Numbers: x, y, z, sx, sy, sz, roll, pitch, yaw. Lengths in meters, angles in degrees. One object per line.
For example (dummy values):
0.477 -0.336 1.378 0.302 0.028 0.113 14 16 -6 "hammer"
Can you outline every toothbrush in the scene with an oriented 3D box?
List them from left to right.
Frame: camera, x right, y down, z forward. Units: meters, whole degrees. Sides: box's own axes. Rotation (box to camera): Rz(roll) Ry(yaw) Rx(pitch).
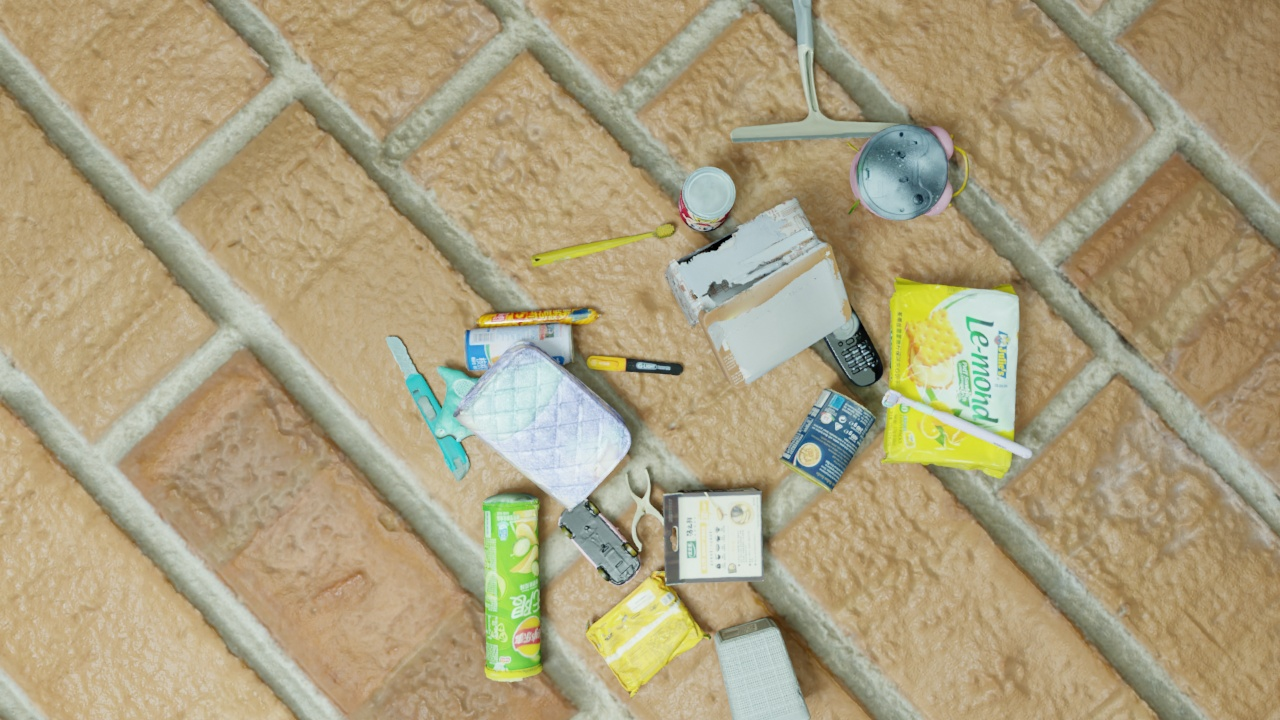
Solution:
-0.048 -0.149 1.184 0.190 0.016 0.015 -13 86 -1 "toothbrush"
0.384 0.078 1.107 0.189 0.029 0.021 22 50 1 "toothbrush"

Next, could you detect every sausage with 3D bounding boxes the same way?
-0.131 -0.053 1.176 0.165 0.021 0.021 -4 87 -1 "sausage"

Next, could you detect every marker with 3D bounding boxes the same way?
-0.007 0.007 1.177 0.124 0.015 0.018 5 91 -2 "marker"

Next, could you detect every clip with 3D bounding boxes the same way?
0.019 0.189 1.161 0.083 0.035 0.104 3 79 3 "clip"

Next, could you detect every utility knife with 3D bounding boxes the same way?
-0.273 0.059 1.173 0.029 0.013 0.207 -29 88 -7 "utility knife"

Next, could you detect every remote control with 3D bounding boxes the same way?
0.263 -0.029 1.176 0.053 0.024 0.136 -28 86 0 "remote control"

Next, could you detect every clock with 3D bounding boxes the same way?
0.341 -0.238 1.162 0.158 0.060 0.117 -4 100 -3 "clock"

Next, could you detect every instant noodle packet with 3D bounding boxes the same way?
0.008 0.338 1.146 0.128 0.044 0.111 -36 86 -4 "instant noodle packet"

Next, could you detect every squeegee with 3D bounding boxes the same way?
0.216 -0.401 1.187 0.246 0.039 0.246 -6 88 -13 "squeegee"

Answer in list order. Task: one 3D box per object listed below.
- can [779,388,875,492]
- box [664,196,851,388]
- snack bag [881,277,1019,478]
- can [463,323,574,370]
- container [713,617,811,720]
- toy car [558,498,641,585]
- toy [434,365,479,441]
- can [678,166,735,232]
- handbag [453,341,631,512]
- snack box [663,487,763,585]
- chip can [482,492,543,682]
0.234 0.098 1.144 0.075 0.075 0.111 33 87 1 "can"
0.150 -0.076 1.116 0.182 0.153 0.178 -28 90 -2 "box"
0.384 0.020 1.153 0.158 0.068 0.246 4 88 1 "snack bag"
-0.152 -0.017 1.158 0.134 0.053 0.053 -4 87 -1 "can"
0.144 0.385 1.124 0.090 0.090 0.114 -16 84 -2 "container"
-0.050 0.229 1.157 0.056 0.037 0.122 -43 76 -6 "toy car"
-0.226 0.062 1.165 0.096 0.030 0.092 21 81 -15 "toy"
0.082 -0.199 1.149 0.066 0.094 0.066 0 87 0 "can"
-0.115 0.078 1.125 0.194 0.075 0.134 42 92 -13 "handbag"
0.089 0.218 1.146 0.125 0.053 0.113 -1 87 -3 "snack box"
-0.158 0.275 1.134 0.072 0.072 0.221 -2 87 -1 "chip can"
